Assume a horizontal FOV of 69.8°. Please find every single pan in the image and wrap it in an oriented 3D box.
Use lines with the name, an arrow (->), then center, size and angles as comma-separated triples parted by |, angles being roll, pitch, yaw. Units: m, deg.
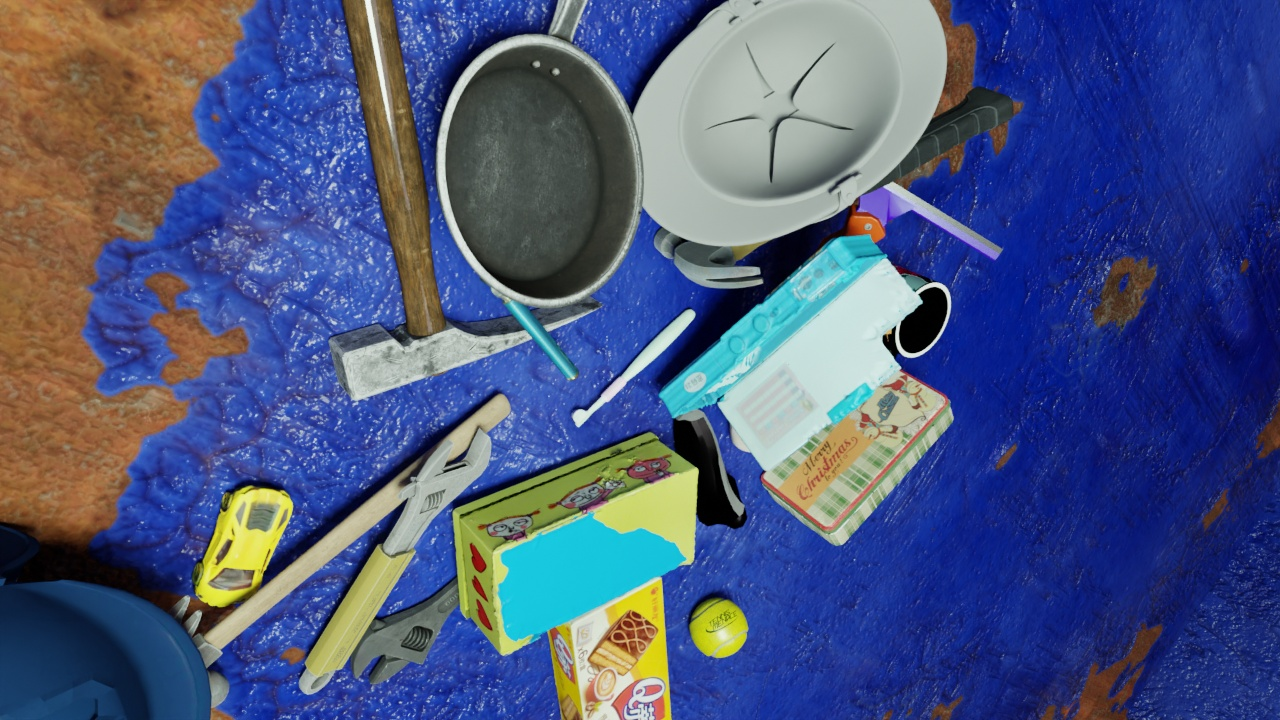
pan -> -0.057, -0.216, 0.650 | 0.187, 0.055, 0.357 | 6, 91, -46

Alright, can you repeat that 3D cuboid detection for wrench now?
wrench -> -0.148, 0.194, 0.842 | 0.272, 0.018, 0.073 | -40, 131, -16
wrench -> -0.208, 0.169, 0.758 | 0.274, 0.018, 0.083 | -57, 156, 12

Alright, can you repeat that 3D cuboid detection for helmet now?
helmet -> -0.394, 0.239, 0.539 | 0.271, 0.223, 0.232 | 15, 103, -47
helmet -> 0.111, -0.207, 0.767 | 0.271, 0.117, 0.183 | -33, 101, 3

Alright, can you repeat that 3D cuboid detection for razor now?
razor -> 0.066, 0.110, 0.940 | 0.060, 0.057, 0.156 | -65, 143, -37
razor -> -0.086, -0.031, 0.716 | 0.144, 0.022, 0.042 | 59, 37, -43

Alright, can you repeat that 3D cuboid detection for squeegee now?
squeegee -> 0.189, -0.094, 0.891 | 0.249, 0.055, 0.185 | 29, 126, -8

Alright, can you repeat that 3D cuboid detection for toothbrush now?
toothbrush -> -0.005, 0.005, 0.852 | 0.154, 0.015, 0.022 | -43, 162, -12

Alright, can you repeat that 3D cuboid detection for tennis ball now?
tennis ball -> 0.089, 0.305, 1.048 | 0.065, 0.065, 0.065 | -17, 122, -30

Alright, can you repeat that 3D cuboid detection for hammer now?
hammer -> -0.228, 0.137, 0.720 | 0.330, 0.031, 0.119 | -39, 154, -21
hammer -> 0.180, -0.153, 0.797 | 0.332, 0.118, 0.025 | -28, 128, -9
hammer -> -0.137, -0.135, 0.663 | 0.217, 0.037, 0.301 | -21, 123, -28

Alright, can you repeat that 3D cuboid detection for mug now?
mug -> 0.250, -0.043, 0.964 | 0.081, 0.098, 0.118 | 20, 100, -42

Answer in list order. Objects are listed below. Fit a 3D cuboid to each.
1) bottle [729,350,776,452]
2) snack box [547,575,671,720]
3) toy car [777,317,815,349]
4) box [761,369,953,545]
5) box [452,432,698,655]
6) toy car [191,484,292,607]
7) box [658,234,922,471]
bottle -> 0.116, 0.023, 0.929 | 0.051, 0.051, 0.146 | -19, 123, -29
snack box -> -0.031, 0.319, 0.966 | 0.109, 0.062, 0.231 | -22, 124, -28
toy car -> 0.162, -0.008, 0.920 | 0.047, 0.047, 0.112 | -6, 159, -20
box -> 0.241, 0.097, 1.021 | 0.205, 0.118, 0.049 | -45, 134, -8
box -> -0.056, 0.162, 0.840 | 0.220, 0.081, 0.124 | -19, 123, -30
toy car -> -0.299, 0.141, 0.689 | 0.049, 0.030, 0.107 | 16, 104, -42
box -> 0.142, 0.005, 0.820 | 0.227, 0.121, 0.097 | -43, 167, 29
